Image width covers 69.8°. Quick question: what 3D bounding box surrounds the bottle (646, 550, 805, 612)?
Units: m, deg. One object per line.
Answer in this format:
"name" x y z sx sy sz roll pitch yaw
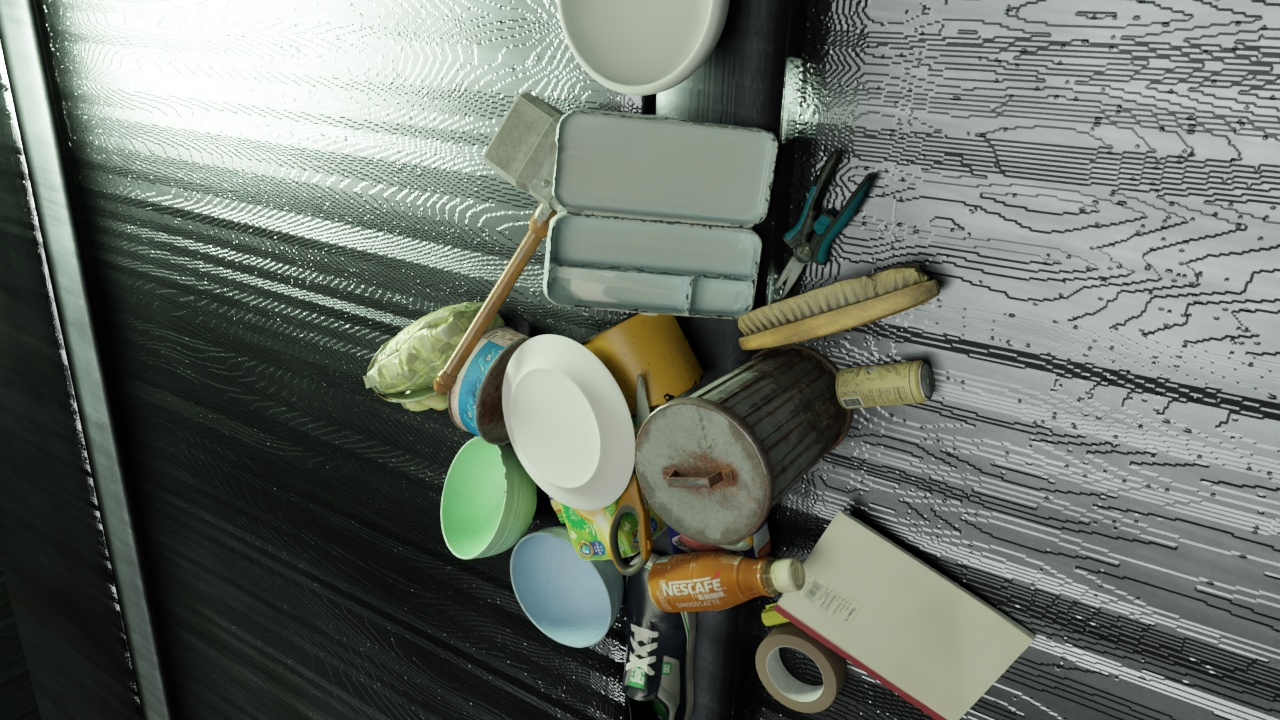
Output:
"bottle" 0.086 0.220 0.921 0.168 0.059 0.059 -15 98 38

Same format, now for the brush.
"brush" 0.174 -0.047 0.834 0.196 0.059 0.043 -17 88 36

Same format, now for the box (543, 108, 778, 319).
"box" 0.017 -0.132 0.857 0.208 0.037 0.189 2 107 -9

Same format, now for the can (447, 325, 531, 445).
"can" -0.159 0.029 1.048 0.044 0.129 0.130 22 118 27

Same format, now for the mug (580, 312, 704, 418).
"mug" -0.006 0.006 0.943 0.124 0.100 0.094 -28 92 2

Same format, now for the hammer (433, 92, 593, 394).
"hammer" -0.131 -0.094 0.950 0.163 0.082 0.318 39 104 18

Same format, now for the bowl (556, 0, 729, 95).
"bowl" 0.011 -0.335 0.836 0.177 0.066 0.177 13 114 31

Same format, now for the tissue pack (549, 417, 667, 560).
"tissue pack" -0.066 0.119 1.032 0.142 0.120 0.197 -13 93 36

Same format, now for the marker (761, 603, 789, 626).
"marker" 0.182 0.258 0.965 0.124 0.017 0.021 -26 59 37

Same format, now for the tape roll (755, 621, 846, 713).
"tape roll" 0.173 0.330 0.989 0.094 0.030 0.094 13 114 31

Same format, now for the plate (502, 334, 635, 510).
"plate" -0.083 0.067 0.940 0.189 0.016 0.189 15 114 37

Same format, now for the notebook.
"notebook" 0.251 0.257 0.905 0.209 0.012 0.153 33 123 13

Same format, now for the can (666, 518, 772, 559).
"can" 0.080 0.171 0.980 0.116 0.056 0.092 -1 107 35

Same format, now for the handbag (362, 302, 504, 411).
"handbag" -0.239 0.002 1.110 0.187 0.113 0.117 -25 99 38

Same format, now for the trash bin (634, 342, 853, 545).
"trash bin" 0.096 0.070 0.833 0.131 0.210 0.131 13 114 31

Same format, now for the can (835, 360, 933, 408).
"can" 0.222 0.022 0.837 0.080 0.038 0.038 -8 102 37

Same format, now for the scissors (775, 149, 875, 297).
"scissors" 0.166 -0.121 0.837 0.144 0.019 0.126 -12 100 39

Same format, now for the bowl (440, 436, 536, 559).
"bowl" -0.178 0.173 1.134 0.151 0.077 0.150 -20 63 46

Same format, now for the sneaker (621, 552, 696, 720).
"sneaker" 0.013 0.343 1.075 0.084 0.078 0.235 6 109 34

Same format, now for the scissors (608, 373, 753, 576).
"scissors" 0.006 0.129 0.920 0.225 0.016 0.217 44 120 9

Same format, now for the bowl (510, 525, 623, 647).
"bowl" -0.077 0.262 1.112 0.151 0.074 0.151 13 114 30
